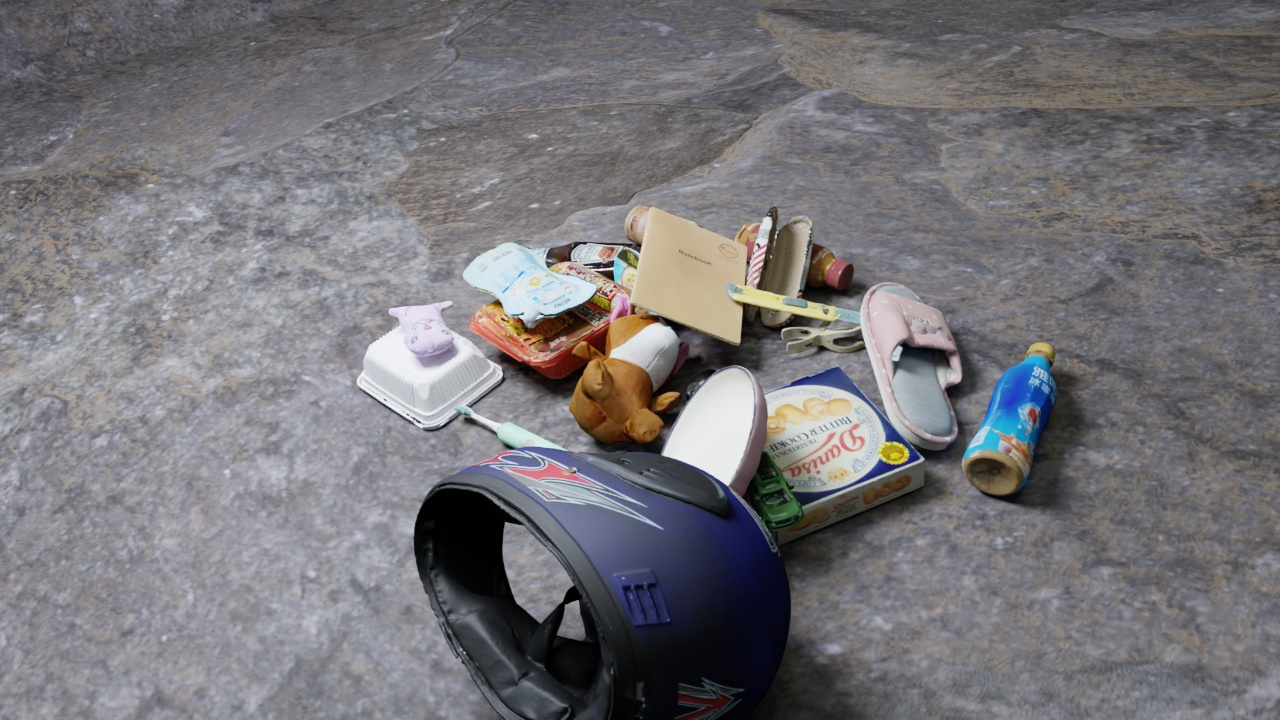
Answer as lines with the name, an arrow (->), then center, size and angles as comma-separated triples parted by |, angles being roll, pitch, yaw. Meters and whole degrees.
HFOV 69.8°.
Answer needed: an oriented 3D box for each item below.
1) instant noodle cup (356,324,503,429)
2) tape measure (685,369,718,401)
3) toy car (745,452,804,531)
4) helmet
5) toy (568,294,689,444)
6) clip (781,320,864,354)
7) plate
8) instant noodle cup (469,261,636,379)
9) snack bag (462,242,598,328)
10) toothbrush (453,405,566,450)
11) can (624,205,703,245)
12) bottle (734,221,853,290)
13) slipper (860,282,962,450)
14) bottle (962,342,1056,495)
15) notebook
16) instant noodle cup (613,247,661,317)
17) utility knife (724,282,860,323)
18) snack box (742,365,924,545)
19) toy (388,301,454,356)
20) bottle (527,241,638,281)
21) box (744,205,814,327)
instant noodle cup -> -0.284, 0.006, 1.207 | 0.173, 0.060, 0.137 | 24, 50, 36
tape measure -> 0.082, 0.040, 1.094 | 0.057, 0.057, 0.039 | -30, 42, -12
toy car -> 0.131, 0.131, 0.923 | 0.043, 0.036, 0.091 | -16, 43, -7
helmet -> -0.018, 0.190, 0.793 | 0.239, 0.248, 0.316 | -8, 27, -43
toy -> -0.007, 0.006, 1.106 | 0.131, 0.140, 0.199 | -34, 15, 35
clip -> 0.234, -0.040, 1.179 | 0.105, 0.035, 0.081 | -1, 41, 13
plate -> 0.077, 0.100, 0.956 | 0.039, 0.193, 0.192 | 26, 36, -18
instant noodle cup -> -0.112, -0.047, 1.220 | 0.188, 0.079, 0.164 | -34, 45, -29
snack bag -> -0.147, -0.100, 1.201 | 0.110, 0.039, 0.191 | -23, 38, -28
toothbrush -> -0.140, 0.095, 1.094 | 0.225, 0.027, 0.026 | 22, 86, 32
can -> 0.035, -0.193, 1.382 | 0.116, 0.059, 0.058 | 24, 49, 34
bottle -> 0.215, -0.145, 1.290 | 0.175, 0.057, 0.057 | 27, 51, 36
slipper -> 0.325, -0.010, 1.083 | 0.114, 0.055, 0.273 | 20, 42, -11
bottle -> 0.414, 0.055, 1.006 | 0.065, 0.065, 0.218 | 16, 45, 28
notebook -> 0.067, -0.113, 1.188 | 0.148, 0.008, 0.207 | 21, 42, -9
instant noodle cup -> 0.042, -0.116, 1.263 | 0.120, 0.111, 0.111 | -21, 40, -26
utility knife -> 0.202, -0.068, 1.165 | 0.198, 0.021, 0.030 | 16, 55, 5
snack box -> 0.186, 0.098, 1.013 | 0.177, 0.046, 0.182 | -20, 40, -12
toy -> -0.274, -0.041, 1.182 | 0.083, 0.039, 0.108 | -12, 37, -17
bottle -> -0.101, -0.147, 1.367 | 0.195, 0.044, 0.079 | 4, 40, 17
box -> 0.191, -0.123, 1.226 | 0.087, 0.076, 0.162 | 10, 73, 8
